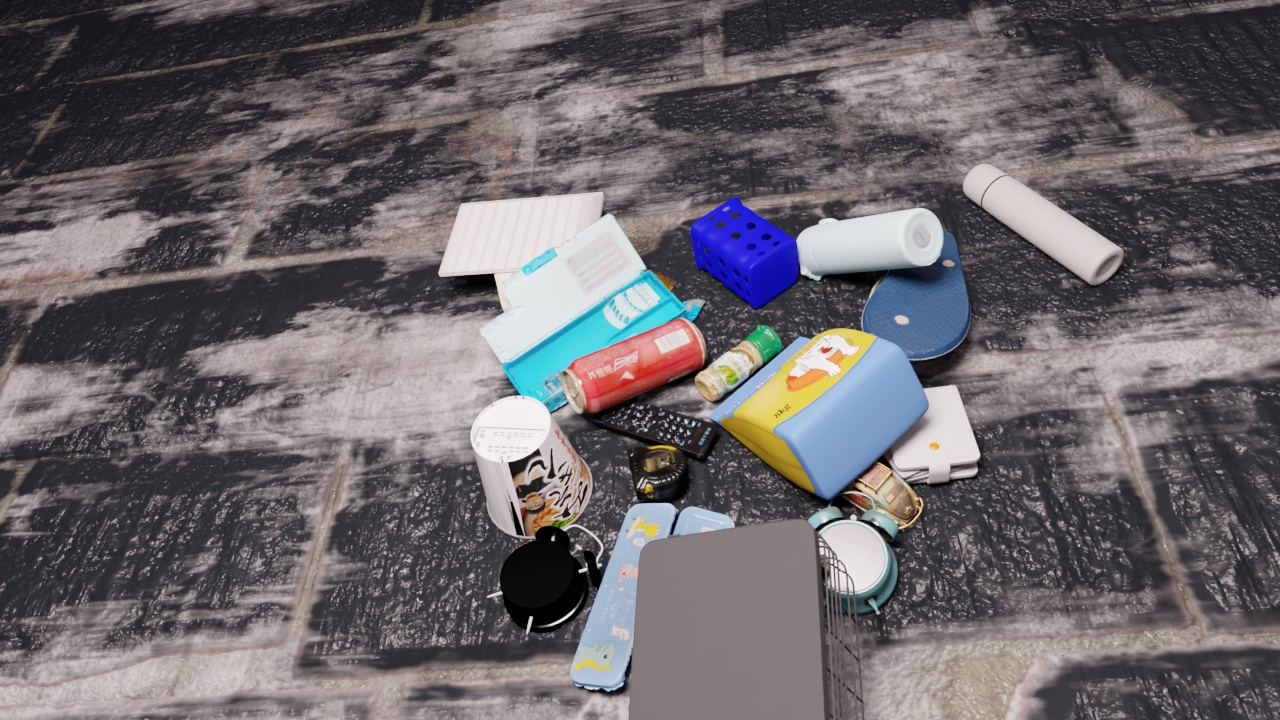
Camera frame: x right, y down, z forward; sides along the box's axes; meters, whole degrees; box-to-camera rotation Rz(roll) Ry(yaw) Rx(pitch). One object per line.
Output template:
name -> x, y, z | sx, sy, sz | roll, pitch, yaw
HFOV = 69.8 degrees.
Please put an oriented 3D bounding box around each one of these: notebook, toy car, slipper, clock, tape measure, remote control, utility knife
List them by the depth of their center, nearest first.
clock -> 0.206, 0.184, 0.895 | 0.090, 0.053, 0.124 | 0, 61, 16
clock -> -0.093, 0.220, 0.945 | 0.091, 0.043, 0.120 | 32, 63, 34
toy car -> 0.237, 0.126, 0.947 | 0.112, 0.047, 0.047 | 32, 63, 35
tape measure -> 0.021, 0.121, 1.002 | 0.062, 0.038, 0.067 | -10, 35, -2
remote control -> 0.016, 0.077, 1.061 | 0.150, 0.022, 0.047 | 16, 55, 27
slipper -> 0.331, -0.074, 1.097 | 0.118, 0.060, 0.293 | 10, 39, 14
utility knife -> 0.029, -0.020, 1.147 | 0.031, 0.015, 0.174 | 16, 56, 30
notebook -> -0.160, -0.173, 1.250 | 0.210, 0.009, 0.142 | -3, 50, 11

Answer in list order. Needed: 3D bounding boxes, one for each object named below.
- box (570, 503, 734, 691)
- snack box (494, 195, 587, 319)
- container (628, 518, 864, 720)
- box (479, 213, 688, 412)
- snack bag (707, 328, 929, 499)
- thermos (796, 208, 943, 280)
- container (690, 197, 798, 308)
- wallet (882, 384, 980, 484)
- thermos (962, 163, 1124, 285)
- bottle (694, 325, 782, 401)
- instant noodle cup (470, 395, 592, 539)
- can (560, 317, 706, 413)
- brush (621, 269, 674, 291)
box -> 0.014, 0.234, 0.915 | 0.127, 0.034, 0.208 | 7, 50, 18
snack box -> -0.149, -0.133, 1.259 | 0.104, 0.057, 0.207 | -18, 47, -3
container -> 0.094, 0.262, 0.772 | 0.163, 0.130, 0.240 | -13, 52, 24
box -> -0.079, -0.053, 1.151 | 0.227, 0.072, 0.182 | -34, 73, -9
snack bag -> 0.179, 0.041, 0.992 | 0.158, 0.102, 0.205 | -40, 26, -12
thermos -> 0.265, -0.139, 1.101 | 0.207, 0.065, 0.078 | 5, 79, 64
container -> 0.135, -0.137, 1.177 | 0.084, 0.085, 0.113 | -35, 52, -16
wallet -> 0.291, 0.080, 0.983 | 0.115, 0.037, 0.118 | -7, 45, 7
thermos -> 0.495, -0.176, 1.148 | 0.052, 0.052, 0.224 | -28, 49, -12
bottle -> 0.116, 0.003, 1.087 | 0.111, 0.043, 0.043 | -36, 51, -18
instant noodle cup -> -0.125, 0.109, 0.996 | 0.124, 0.122, 0.123 | -7, 48, 7
can -> -0.006, 0.006, 1.077 | 0.170, 0.067, 0.067 | -23, 47, -22
brush -> -0.018, -0.112, 1.236 | 0.126, 0.017, 0.048 | 28, 61, 32
